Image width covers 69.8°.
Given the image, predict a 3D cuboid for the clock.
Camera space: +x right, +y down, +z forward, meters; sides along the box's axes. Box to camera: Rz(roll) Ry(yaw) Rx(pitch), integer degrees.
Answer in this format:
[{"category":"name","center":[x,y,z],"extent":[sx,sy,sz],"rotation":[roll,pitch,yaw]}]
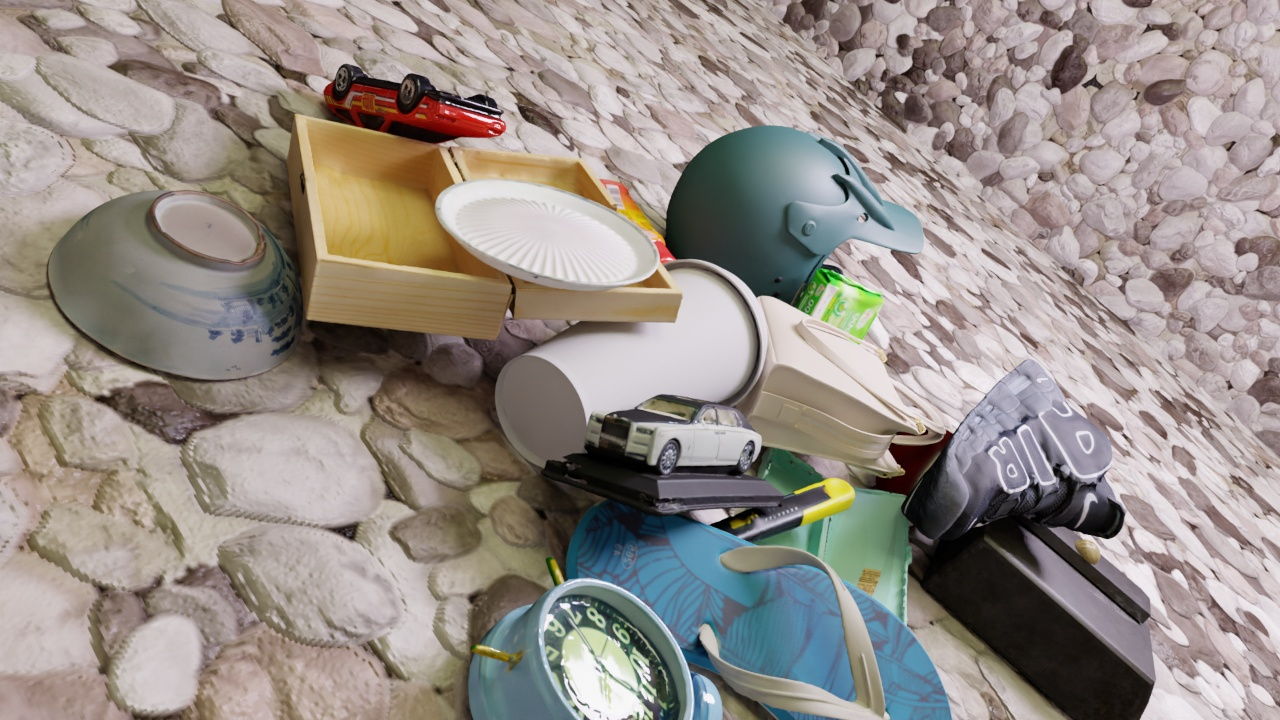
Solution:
[{"category":"clock","center":[-0.015,0.185,0.482],"extent":[0.162,0.060,0.117],"rotation":[42,27,0]}]

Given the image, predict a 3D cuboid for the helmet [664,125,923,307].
[{"category":"helmet","center":[0.169,-0.155,1.026],"extent":[0.274,0.201,0.176],"rotation":[19,34,-29]}]

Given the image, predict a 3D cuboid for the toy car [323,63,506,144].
[{"category":"toy car","center":[-0.199,-0.219,0.797],"extent":[0.190,0.056,0.081],"rotation":[19,12,41]}]

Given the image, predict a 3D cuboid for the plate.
[{"category":"plate","center":[-0.063,-0.086,0.631],"extent":[0.157,0.014,0.156],"rotation":[14,29,-8]}]

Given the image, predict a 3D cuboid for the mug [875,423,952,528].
[{"category":"mug","center":[0.271,0.119,0.856],"extent":[0.114,0.087,0.088],"rotation":[5,28,35]}]

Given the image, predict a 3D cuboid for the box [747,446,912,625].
[{"category":"box","center":[0.148,0.142,0.737],"extent":[0.139,0.052,0.186],"rotation":[26,29,6]}]

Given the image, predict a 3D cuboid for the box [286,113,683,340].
[{"category":"box","center":[-0.126,-0.104,0.685],"extent":[0.253,0.068,0.246],"rotation":[-2,35,-22]}]

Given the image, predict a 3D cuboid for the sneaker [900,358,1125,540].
[{"category":"sneaker","center":[0.327,0.108,0.771],"extent":[0.151,0.097,0.251],"rotation":[39,43,20]}]

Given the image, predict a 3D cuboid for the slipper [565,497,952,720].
[{"category":"slipper","center":[0.092,0.171,0.583],"extent":[0.295,0.060,0.118],"rotation":[30,55,-9]}]

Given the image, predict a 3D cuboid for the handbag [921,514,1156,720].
[{"category":"handbag","center":[0.386,0.201,0.856],"extent":[0.197,0.103,0.198],"rotation":[41,29,7]}]

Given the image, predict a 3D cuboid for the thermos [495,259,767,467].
[{"category":"thermos","center":[-0.004,0.004,0.700],"extent":[0.131,0.132,0.221],"rotation":[46,38,14]}]

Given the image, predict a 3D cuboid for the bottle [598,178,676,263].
[{"category":"bottle","center":[-0.011,-0.127,0.944],"extent":[0.071,0.049,0.134],"rotation":[1,45,-47]}]

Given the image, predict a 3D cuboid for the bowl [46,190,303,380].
[{"category":"bowl","center":[-0.268,-0.061,0.556],"extent":[0.150,0.057,0.150],"rotation":[28,30,-18]}]

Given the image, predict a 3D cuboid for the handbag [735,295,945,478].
[{"category":"handbag","center":[0.189,0.033,0.841],"extent":[0.198,0.101,0.194],"rotation":[20,22,-6]}]

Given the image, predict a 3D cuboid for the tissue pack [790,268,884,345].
[{"category":"tissue pack","center":[0.204,-0.039,0.997],"extent":[0.099,0.114,0.034],"rotation":[15,21,-35]}]

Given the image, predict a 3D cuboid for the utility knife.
[{"category":"utility knife","center":[0.103,0.119,0.696],"extent":[0.172,0.020,0.029],"rotation":[-12,36,-40]}]

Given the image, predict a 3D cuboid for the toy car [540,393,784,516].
[{"category":"toy car","center":[0.028,0.060,0.625],"extent":[0.094,0.071,0.191],"rotation":[11,0,33]}]
